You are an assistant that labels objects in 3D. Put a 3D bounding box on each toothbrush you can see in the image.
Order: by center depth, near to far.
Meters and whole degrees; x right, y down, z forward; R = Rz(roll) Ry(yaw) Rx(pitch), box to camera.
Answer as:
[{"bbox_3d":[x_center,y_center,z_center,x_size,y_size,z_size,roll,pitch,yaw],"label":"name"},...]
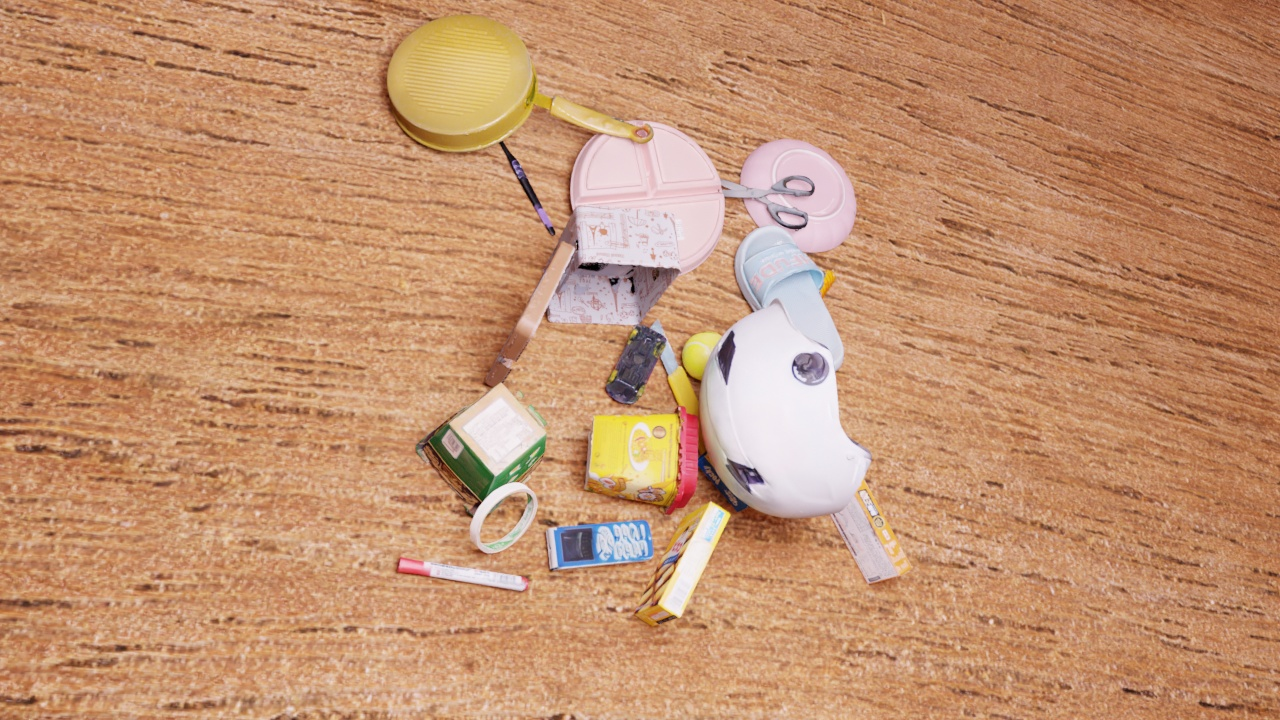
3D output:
[{"bbox_3d":[-0.159,-0.249,1.235,0.014,0.017,0.189,-24,80,-27],"label":"toothbrush"}]

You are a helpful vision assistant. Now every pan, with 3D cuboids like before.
[{"bbox_3d":[-0.157,-0.346,1.217,0.357,0.078,0.197,11,70,5],"label":"pan"}]

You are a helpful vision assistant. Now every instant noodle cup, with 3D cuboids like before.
[{"bbox_3d":[-0.001,0.116,1.093,0.123,0.116,0.115,6,66,-6],"label":"instant noodle cup"}]

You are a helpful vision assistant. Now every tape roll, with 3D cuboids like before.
[{"bbox_3d":[-0.152,0.176,1.025,0.085,0.086,0.014,-36,51,-28],"label":"tape roll"}]

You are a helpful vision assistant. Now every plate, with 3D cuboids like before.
[{"bbox_3d":[0.017,-0.225,1.259,0.229,0.028,0.229,4,79,-21],"label":"plate"},{"bbox_3d":[0.244,-0.254,1.370,0.192,0.039,0.192,7,66,-17],"label":"plate"}]

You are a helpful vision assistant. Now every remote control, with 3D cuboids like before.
[{"bbox_3d":[-0.047,0.217,1.077,0.124,0.024,0.049,0,69,-21],"label":"remote control"}]

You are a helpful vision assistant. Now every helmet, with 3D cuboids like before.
[{"bbox_3d":[0.142,0.069,1.065,0.146,0.229,0.258,-20,79,-7],"label":"helmet"}]

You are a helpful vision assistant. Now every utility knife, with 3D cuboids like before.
[{"bbox_3d":[0.061,0.048,1.191,0.033,0.015,0.223,-18,78,-25],"label":"utility knife"}]

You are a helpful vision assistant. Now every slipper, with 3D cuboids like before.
[{"bbox_3d":[0.206,-0.089,1.251,0.104,0.074,0.245,-14,62,-15],"label":"slipper"}]

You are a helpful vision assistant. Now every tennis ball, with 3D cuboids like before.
[{"bbox_3d":[0.087,-0.005,1.195,0.065,0.066,0.065,7,66,-17],"label":"tennis ball"}]

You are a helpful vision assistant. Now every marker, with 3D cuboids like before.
[{"bbox_3d":[-0.196,0.238,1.019,0.145,0.017,0.017,13,65,-15],"label":"marker"}]

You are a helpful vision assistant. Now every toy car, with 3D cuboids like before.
[{"bbox_3d":[-0.007,0.007,1.175,0.049,0.031,0.106,26,74,-1],"label":"toy car"}]

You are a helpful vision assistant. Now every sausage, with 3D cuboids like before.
[{"bbox_3d":[0.238,-0.076,1.305,0.021,0.022,0.164,39,61,-1],"label":"sausage"}]

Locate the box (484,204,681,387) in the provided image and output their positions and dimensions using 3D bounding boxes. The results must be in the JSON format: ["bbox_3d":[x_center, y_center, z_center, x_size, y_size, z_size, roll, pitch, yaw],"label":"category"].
[{"bbox_3d":[-0.081,-0.085,1.102,0.268,0.180,0.136,-32,82,-29],"label":"box"}]

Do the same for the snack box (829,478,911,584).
[{"bbox_3d":[0.281,0.207,1.172,0.026,0.075,0.153,-22,77,-25],"label":"snack box"}]

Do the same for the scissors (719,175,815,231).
[{"bbox_3d":[0.170,-0.241,1.321,0.164,0.014,0.164,-33,71,-9],"label":"scissors"}]

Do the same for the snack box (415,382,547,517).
[{"bbox_3d":[-0.172,0.093,1.037,0.118,0.106,0.117,47,62,4],"label":"snack box"}]

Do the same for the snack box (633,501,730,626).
[{"bbox_3d":[0.048,0.237,1.068,0.034,0.087,0.140,35,61,-4],"label":"snack box"}]

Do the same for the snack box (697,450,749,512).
[{"bbox_3d":[0.149,0.114,1.180,0.084,0.026,0.156,50,56,0],"label":"snack box"}]
